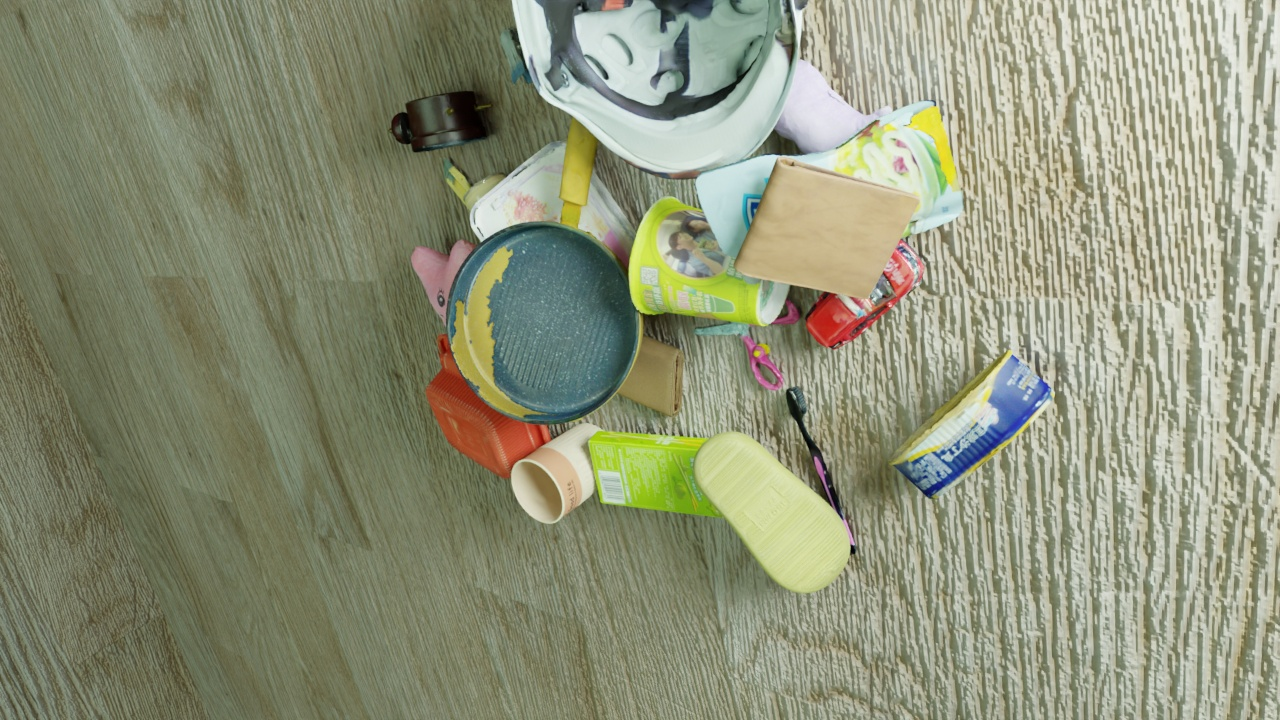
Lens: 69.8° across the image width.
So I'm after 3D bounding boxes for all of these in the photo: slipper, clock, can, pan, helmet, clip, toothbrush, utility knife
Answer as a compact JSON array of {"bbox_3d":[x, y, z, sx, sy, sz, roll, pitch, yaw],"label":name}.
[{"bbox_3d":[0.131,0.144,0.924,0.092,0.081,0.190,-42,95,11],"label":"slipper"},{"bbox_3d":[-0.222,-0.259,1.003,0.122,0.081,0.055,2,109,40],"label":"clock"},{"bbox_3d":[-0.141,-0.144,1.011,0.059,0.058,0.116,-36,88,46],"label":"can"},{"bbox_3d":[-0.075,-0.109,0.869,0.198,0.078,0.358,18,101,10],"label":"pan"},{"bbox_3d":[0.024,-0.289,0.719,0.230,0.145,0.259,-13,123,33],"label":"helmet"},{"bbox_3d":[0.268,0.056,0.752,0.049,0.074,0.149,44,134,10],"label":"can"},{"bbox_3d":[-0.127,-0.312,0.934,0.027,0.045,0.058,-24,86,49],"label":"clip"},{"bbox_3d":[0.181,0.109,0.905,0.014,0.017,0.189,-9,110,45],"label":"toothbrush"},{"bbox_3d":[-0.170,-0.161,1.063,0.188,0.020,0.031,45,141,6],"label":"utility knife"}]

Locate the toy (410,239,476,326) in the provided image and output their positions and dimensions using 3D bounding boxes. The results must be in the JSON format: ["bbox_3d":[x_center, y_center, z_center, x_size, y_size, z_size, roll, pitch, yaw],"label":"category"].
[{"bbox_3d":[-0.200,-0.081,1.081,0.195,0.074,0.179,28,144,24],"label":"toy"}]

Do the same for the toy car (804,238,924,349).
[{"bbox_3d":[0.188,-0.055,0.783,0.053,0.045,0.121,48,133,9],"label":"toy car"}]

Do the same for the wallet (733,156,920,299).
[{"bbox_3d":[0.141,-0.098,0.707,0.115,0.020,0.101,13,131,-9],"label":"wallet"}]

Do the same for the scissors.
[{"bbox_3d":[0.104,-0.034,0.890,0.133,0.017,0.131,52,138,11],"label":"scissors"}]

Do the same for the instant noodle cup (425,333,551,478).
[{"bbox_3d":[-0.189,0.070,1.136,0.165,0.078,0.189,24,145,32],"label":"instant noodle cup"}]

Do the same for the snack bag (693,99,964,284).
[{"bbox_3d":[0.148,-0.126,0.719,0.191,0.038,0.110,-17,130,17],"label":"snack bag"}]

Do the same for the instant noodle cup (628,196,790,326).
[{"bbox_3d":[0.069,-0.083,0.834,0.123,0.111,0.112,17,123,25],"label":"instant noodle cup"}]

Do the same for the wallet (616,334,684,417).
[{"bbox_3d":[-0.006,0.006,0.996,0.115,0.033,0.090,23,129,29],"label":"wallet"}]

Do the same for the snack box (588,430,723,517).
[{"bbox_3d":[0.021,0.125,1.020,0.157,0.026,0.086,1,115,28],"label":"snack box"}]

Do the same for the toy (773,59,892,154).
[{"bbox_3d":[0.144,-0.199,0.745,0.108,0.038,0.084,48,132,18],"label":"toy"}]

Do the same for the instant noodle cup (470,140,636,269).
[{"bbox_3d":[-0.074,-0.120,0.938,0.138,0.060,0.173,-35,90,15],"label":"instant noodle cup"}]

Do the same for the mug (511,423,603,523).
[{"bbox_3d":[-0.092,0.140,1.091,0.081,0.105,0.115,43,134,15],"label":"mug"}]
